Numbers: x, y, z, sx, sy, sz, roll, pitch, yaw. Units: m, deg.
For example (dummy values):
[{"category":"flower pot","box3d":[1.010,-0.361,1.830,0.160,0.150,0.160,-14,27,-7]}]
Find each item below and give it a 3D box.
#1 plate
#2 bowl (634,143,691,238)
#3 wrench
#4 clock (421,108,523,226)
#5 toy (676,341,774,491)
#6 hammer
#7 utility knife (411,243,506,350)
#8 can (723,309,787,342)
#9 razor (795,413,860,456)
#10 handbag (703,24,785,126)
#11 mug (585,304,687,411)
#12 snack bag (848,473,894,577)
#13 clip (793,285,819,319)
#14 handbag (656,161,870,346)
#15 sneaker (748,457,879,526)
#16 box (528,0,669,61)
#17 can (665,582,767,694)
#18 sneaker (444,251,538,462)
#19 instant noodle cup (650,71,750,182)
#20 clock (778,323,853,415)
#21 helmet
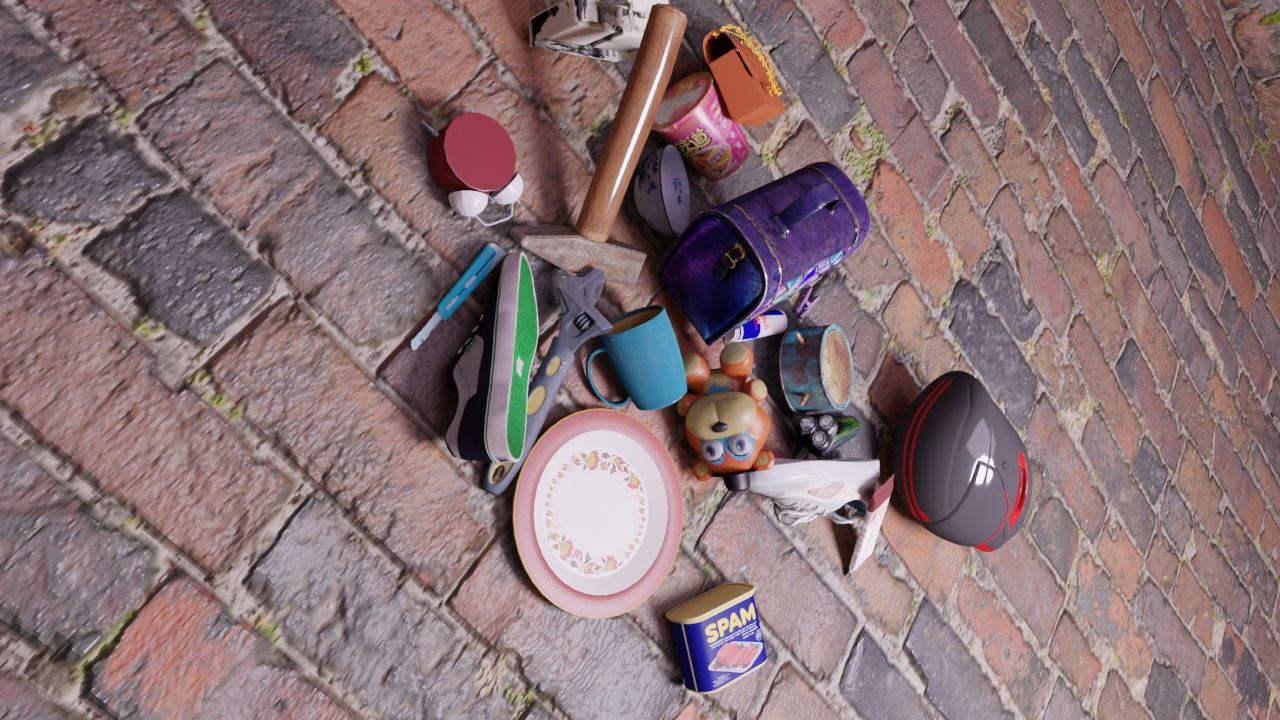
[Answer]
[{"category":"plate","box3d":[-0.046,0.168,1.024,0.229,0.021,0.229,6,80,-37]},{"category":"bowl","box3d":[0.022,-0.200,1.101,0.114,0.045,0.114,-4,90,-70]},{"category":"wrench","box3d":[-0.099,0.018,0.982,0.073,0.022,0.273,26,75,3]},{"category":"clock","box3d":[-0.173,-0.203,0.966,0.087,0.044,0.124,-28,100,-37]},{"category":"toy","box3d":[0.103,0.070,1.104,0.096,0.112,0.176,-20,95,-74]},{"category":"hammer","box3d":[-0.024,-0.236,0.993,0.157,0.037,0.301,10,110,-36]},{"category":"utility knife","box3d":[-0.190,-0.065,0.954,0.022,0.015,0.151,46,62,-24]},{"category":"can","box3d":[0.148,-0.045,1.196,0.095,0.032,0.032,-12,91,-38]},{"category":"razor","box3d":[0.261,0.092,1.237,0.151,0.067,0.054,-7,56,-50]},{"category":"handbag","box3d":[0.136,-0.361,1.163,0.109,0.060,0.171,62,20,-4]},{"category":"mug","box3d":[-0.006,0.006,1.050,0.112,0.084,0.104,-25,106,-8]},{"category":"snack bag","box3d":[0.311,0.225,1.241,0.056,0.013,0.158,-29,137,-40]},{"category":"clip","box3d":[0.231,-0.079,1.278,0.035,0.013,0.051,45,62,-22]},{"category":"handbag","box3d":[0.151,-0.136,1.080,0.204,0.223,0.125,-29,82,-37]},{"category":"sneaker","box3d":[0.222,0.171,1.186,0.241,0.090,0.090,5,86,-38]},{"category":"box","box3d":[-0.018,-0.416,1.014,0.143,0.193,0.106,-8,94,-44]},{"category":"can","box3d":[0.093,0.328,1.086,0.116,0.057,0.092,-14,93,-38]},{"category":"sneaker","box3d":[-0.155,-0.009,0.940,0.084,0.079,0.234,68,22,-61]},{"category":"instant noodle cup","box3d":[0.080,-0.286,1.146,0.108,0.098,0.097,43,60,-33]},{"category":"clock","box3d":[0.239,0.012,1.234,0.157,0.073,0.121,4,81,-56]},{"category":"helmet","box3d":[0.448,0.147,1.315,0.169,0.164,0.264,2,92,-26]}]
